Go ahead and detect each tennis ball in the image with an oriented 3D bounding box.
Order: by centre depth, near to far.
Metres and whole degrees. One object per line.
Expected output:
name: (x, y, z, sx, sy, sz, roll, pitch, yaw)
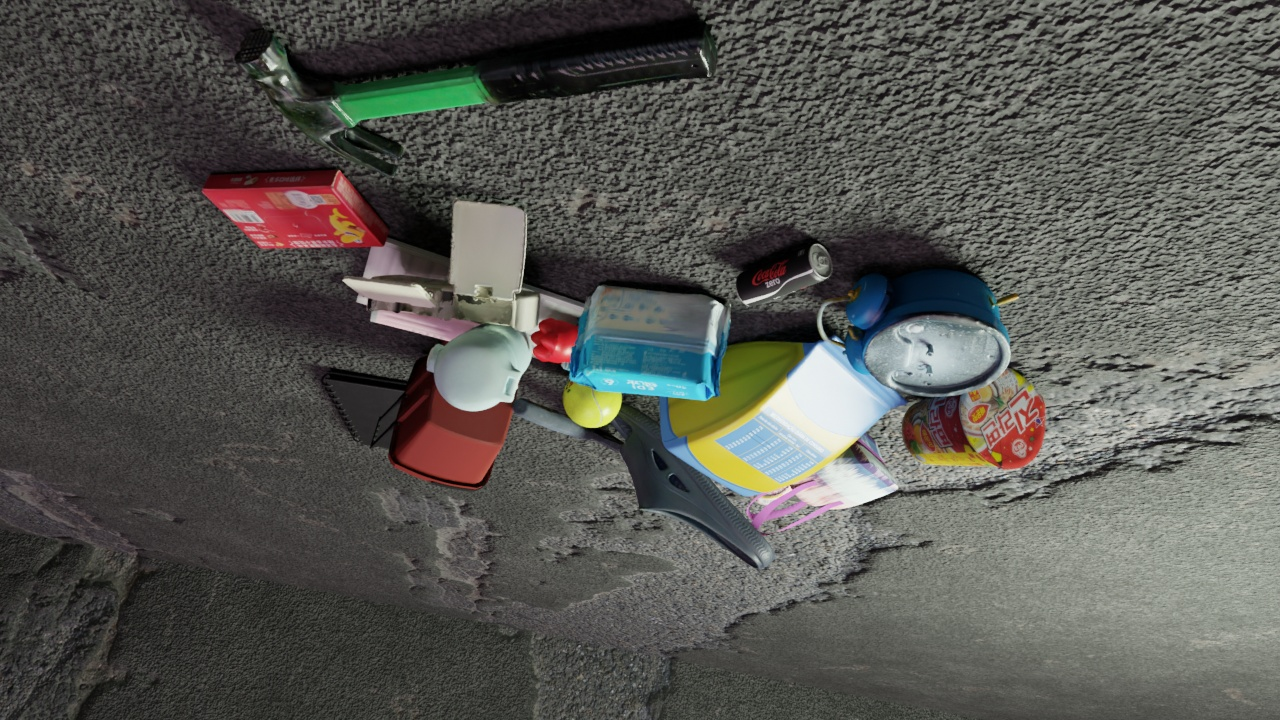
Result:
tennis ball: (-0.053, 0.042, 1.017, 0.065, 0.065, 0.065, 8, 154, 4)

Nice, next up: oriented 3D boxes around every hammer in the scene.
hammer: (-0.105, -0.186, 0.617, 0.319, 0.032, 0.130, -2, 151, 21)

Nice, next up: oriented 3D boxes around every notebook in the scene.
notebook: (-0.172, -0.058, 0.923, 0.209, 0.009, 0.143, 18, 153, -16)
notebook: (-0.325, 0.079, 1.243, 0.169, 0.019, 0.232, 9, 154, -1)

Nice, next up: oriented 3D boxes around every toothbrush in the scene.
toothbrush: (-0.165, -0.024, 0.944, 0.222, 0.026, 0.027, 15, 168, -9)

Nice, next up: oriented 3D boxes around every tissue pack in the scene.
tissue pack: (0.008, -0.016, 0.851, 0.144, 0.092, 0.062, 6, 161, 9)

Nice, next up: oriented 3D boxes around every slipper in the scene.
slipper: (0.041, 0.163, 1.091, 0.268, 0.083, 0.111, 45, 168, 4)

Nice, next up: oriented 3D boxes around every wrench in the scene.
wrench: (-0.082, 0.077, 1.069, 0.073, 0.022, 0.273, 29, 178, 21)

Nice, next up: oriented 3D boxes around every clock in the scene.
clock: (0.230, -0.025, 0.776, 0.161, 0.060, 0.117, 5, 146, 12)

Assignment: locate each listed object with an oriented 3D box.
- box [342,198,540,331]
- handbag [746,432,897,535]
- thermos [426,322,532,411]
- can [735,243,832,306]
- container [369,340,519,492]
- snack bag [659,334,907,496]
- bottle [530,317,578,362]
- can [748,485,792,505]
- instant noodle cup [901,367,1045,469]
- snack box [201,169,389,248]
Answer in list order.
box: (-0.161, -0.080, 0.790, 0.145, 0.101, 0.187, 7, 172, -1)
handbag: (0.200, 0.149, 1.065, 0.170, 0.068, 0.144, -34, 136, 19)
thermos: (-0.139, 0.000, 0.830, 0.078, 0.065, 0.206, 21, -174, -4)
can: (0.119, -0.071, 0.767, 0.031, 0.031, 0.081, 28, 148, -33)
container: (-0.217, 0.068, 1.034, 0.127, 0.147, 0.201, 20, 148, -19)
snack bag: (0.145, 0.047, 0.936, 0.206, 0.102, 0.159, -25, 139, 31)
bottle: (-0.040, -0.012, 0.920, 0.141, 0.041, 0.042, 10, 157, -29)
can: (0.158, 0.137, 1.133, 0.067, 0.067, 0.076, 5, 154, 10)
instant noodle cup: (0.320, 0.065, 0.911, 0.100, 0.100, 0.113, 19, 161, -19)
snack box: (-0.301, -0.131, 0.805, 0.133, 0.021, 0.089, 1, 153, 16)
